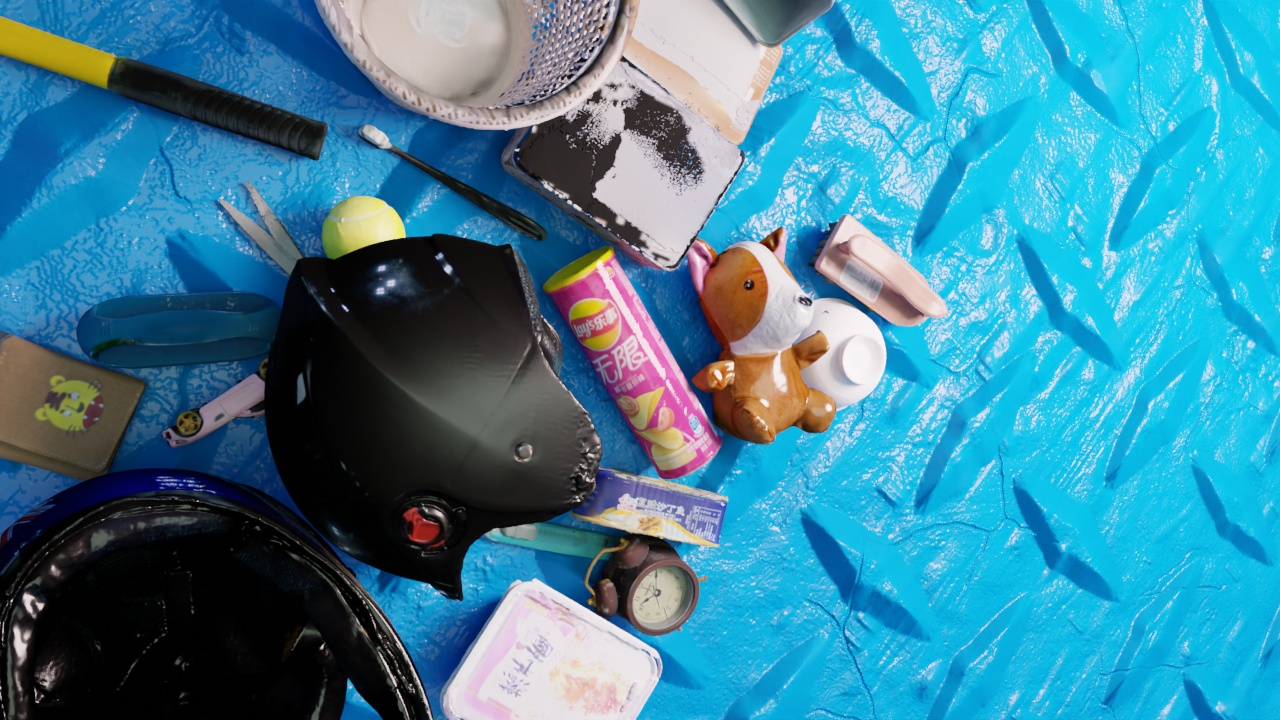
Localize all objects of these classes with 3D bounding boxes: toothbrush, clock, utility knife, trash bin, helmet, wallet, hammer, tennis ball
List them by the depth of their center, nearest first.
[{"bbox_3d":[-0.304,0.223,0.631,0.315,0.241,0.246,45,57,-9],"label":"helmet"},{"bbox_3d":[-0.443,0.036,0.680,0.115,0.033,0.090,25,84,-25],"label":"wallet"},{"bbox_3d":[-0.388,-0.213,0.680,0.300,0.033,0.128,16,89,-22],"label":"hammer"},{"bbox_3d":[-0.160,0.038,0.681,0.230,0.233,0.275,14,103,-14],"label":"helmet"},{"bbox_3d":[-0.137,-0.274,0.687,0.227,0.192,0.227,-2,95,-21],"label":"trash bin"},{"bbox_3d":[-0.222,-0.099,0.737,0.065,0.065,0.065,-2,95,-22],"label":"tennis ball"},{"bbox_3d":[-0.157,-0.150,0.786,0.181,0.018,0.015,29,80,-23],"label":"toothbrush"},{"bbox_3d":[-0.080,0.161,0.842,0.151,0.013,0.029,15,91,-23],"label":"utility knife"},{"bbox_3d":[0.000,0.206,0.850,0.122,0.055,0.082,28,90,-29],"label":"clock"}]

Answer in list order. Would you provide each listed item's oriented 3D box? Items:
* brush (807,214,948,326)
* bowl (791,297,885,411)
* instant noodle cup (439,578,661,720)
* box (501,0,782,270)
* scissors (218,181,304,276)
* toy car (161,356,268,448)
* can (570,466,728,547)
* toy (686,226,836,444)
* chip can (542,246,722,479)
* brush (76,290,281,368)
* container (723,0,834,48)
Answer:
[{"bbox_3d":[0.242,-0.082,0.920,0.145,0.073,0.063,32,81,-23],"label":"brush"},{"bbox_3d":[0.204,-0.003,0.915,0.118,0.065,0.118,-2,94,-21],"label":"bowl"},{"bbox_3d":[-0.083,0.283,0.827,0.173,0.060,0.138,36,81,-19],"label":"instant noodle cup"},{"bbox_3d":[0.013,-0.233,0.811,0.178,0.105,0.260,33,87,-20],"label":"box"},{"bbox_3d":[-0.266,-0.067,0.753,0.156,0.014,0.168,0,92,-20],"label":"scissors"},{"bbox_3d":[-0.312,0.032,0.718,0.122,0.056,0.037,-36,99,-15],"label":"toy car"},{"bbox_3d":[0.010,0.134,0.845,0.148,0.075,0.049,16,85,-23],"label":"can"},{"bbox_3d":[0.111,-0.023,0.850,0.139,0.131,0.199,-8,88,-39],"label":"toy"},{"bbox_3d":[-0.005,0.005,0.829,0.071,0.071,0.210,-35,106,-16],"label":"chip can"},{"bbox_3d":[-0.343,-0.024,0.691,0.143,0.074,0.055,-5,91,-21],"label":"brush"},{"bbox_3d":[0.138,-0.364,0.834,0.090,0.090,0.111,44,55,-18],"label":"container"}]
